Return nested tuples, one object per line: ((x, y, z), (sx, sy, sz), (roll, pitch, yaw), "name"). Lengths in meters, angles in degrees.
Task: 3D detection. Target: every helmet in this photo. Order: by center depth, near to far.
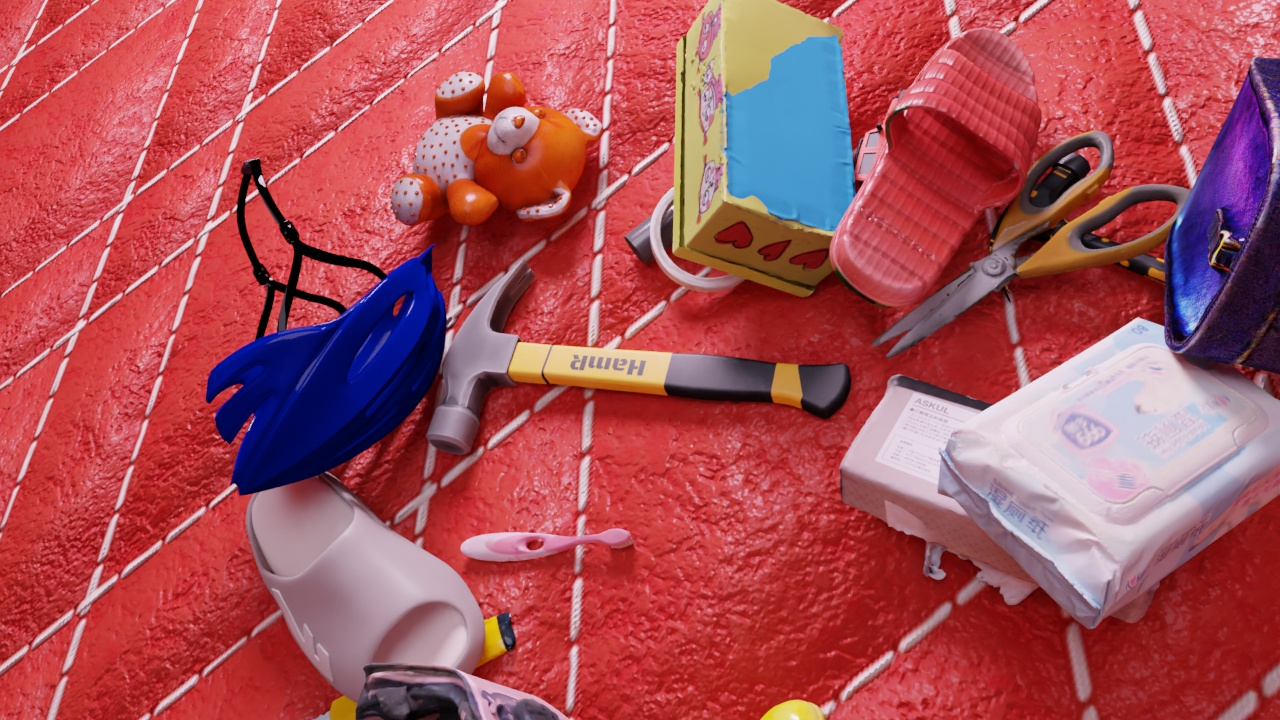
((-0.084, 0.289, 0.476), (0.256, 0.152, 0.229), (1, 68, 55), "helmet")
((-0.265, -0.032, 0.710), (0.240, 0.227, 0.148), (-48, 16, -28), "helmet")

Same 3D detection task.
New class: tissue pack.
((0.259, 0.050, 0.488), (0.181, 0.070, 0.112), (-28, 46, -16), "tissue pack")
((0.218, 0.086, 0.557), (0.181, 0.071, 0.103), (21, 56, 26), "tissue pack")

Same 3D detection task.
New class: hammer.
((0.376, -0.035, 0.579), (0.321, 0.036, 0.123), (34, 78, 34), "hammer")
((-0.004, 0.004, 0.702), (0.325, 0.034, 0.169), (5, 63, 21), "hammer")

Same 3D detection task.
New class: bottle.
((0.040, -0.125, 0.755), (0.113, 0.030, 0.030), (-38, 56, -3), "bottle")

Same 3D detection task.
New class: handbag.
((0.392, -0.052, 0.460), (0.205, 0.126, 0.221), (13, 40, 12), "handbag")

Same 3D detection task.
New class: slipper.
((0.217, -0.145, 0.636), (0.103, 0.059, 0.248), (31, 69, 3), "slipper")
((-0.224, 0.146, 0.664), (0.112, 0.081, 0.266), (-46, 51, -14), "slipper")

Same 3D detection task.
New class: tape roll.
((0.054, -0.100, 0.725), (0.093, 0.013, 0.093), (0, 77, 1), "tape roll")

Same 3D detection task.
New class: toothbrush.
((-0.069, 0.132, 0.662), (0.135, 0.016, 0.021), (-7, 59, 19), "toothbrush")

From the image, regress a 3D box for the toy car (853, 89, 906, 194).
((0.193, -0.158, 0.704), (0.049, 0.051, 0.100), (9, 66, 23), "toy car")

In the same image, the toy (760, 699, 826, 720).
((0.082, 0.281, 0.461), (0.087, 0.135, 0.193), (11, 51, -22), "toy")

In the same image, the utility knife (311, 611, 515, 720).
((-0.185, 0.235, 0.644), (0.218, 0.019, 0.030), (-26, 50, 0), "utility knife")

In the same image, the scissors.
((0.252, -0.079, 0.636), (0.228, 0.016, 0.134), (-28, 52, 9), "scissors")

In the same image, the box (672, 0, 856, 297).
((0.093, -0.169, 0.700), (0.124, 0.082, 0.220), (12, 62, -22), "box")

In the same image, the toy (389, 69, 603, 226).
((-0.128, -0.183, 0.815), (0.173, 0.093, 0.163), (7, 64, 22), "toy")
